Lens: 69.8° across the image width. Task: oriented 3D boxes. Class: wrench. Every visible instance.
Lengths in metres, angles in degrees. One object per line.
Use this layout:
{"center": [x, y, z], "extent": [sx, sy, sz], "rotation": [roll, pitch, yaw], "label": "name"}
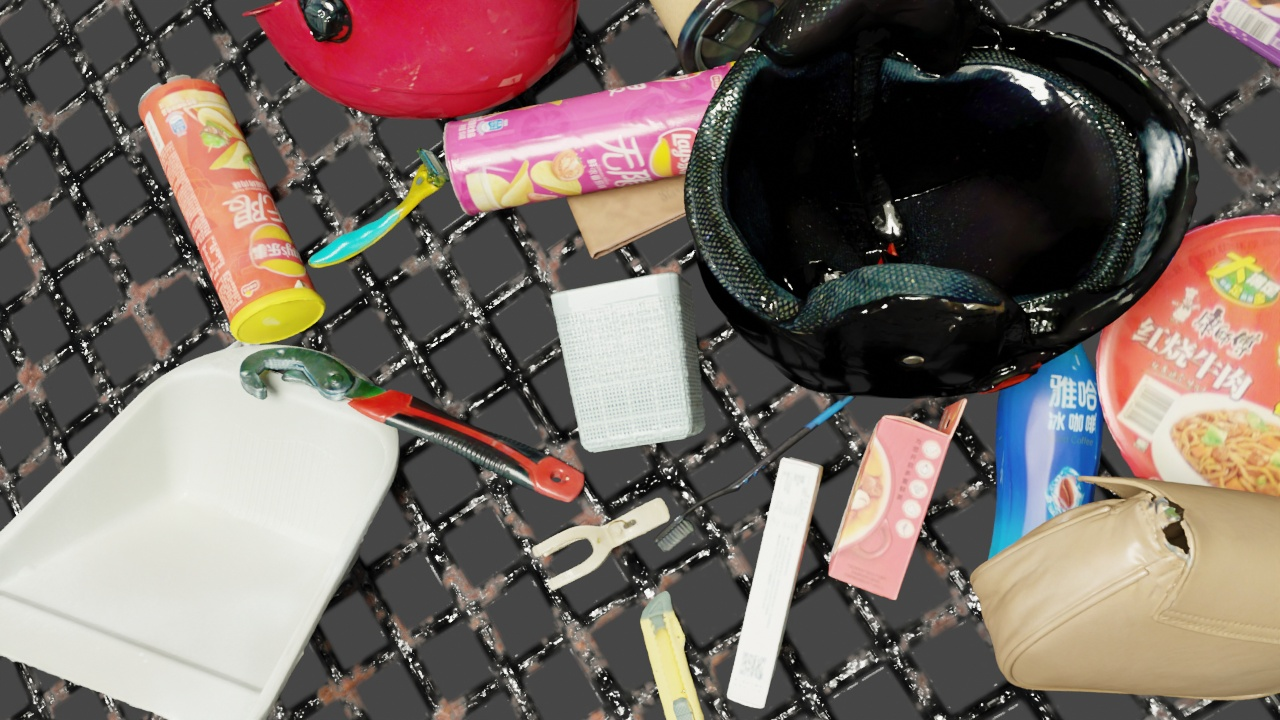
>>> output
{"center": [-0.171, 0.046, 0.692], "extent": [0.273, 0.056, 0.016], "rotation": [20, 133, 3], "label": "wrench"}

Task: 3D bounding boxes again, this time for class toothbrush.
{"center": [0.085, 0.079, 0.660], "extent": [0.189, 0.014, 0.016], "rotation": [-38, 80, 6], "label": "toothbrush"}

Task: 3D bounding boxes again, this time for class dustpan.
{"center": [-0.295, 0.093, 0.644], "extent": [0.223, 0.257, 0.143], "rotation": [18, 109, 5], "label": "dustpan"}

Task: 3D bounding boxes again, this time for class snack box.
{"center": [0.162, 0.080, 0.592], "extent": [0.044, 0.113, 0.127], "rotation": [19, 89, 14], "label": "snack box"}
{"center": [0.092, 0.144, 0.616], "extent": [0.027, 0.084, 0.156], "rotation": [14, 88, 14], "label": "snack box"}

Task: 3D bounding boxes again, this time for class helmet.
{"center": [-0.147, -0.244, 0.657], "extent": [0.240, 0.206, 0.144], "rotation": [-18, 113, 24], "label": "helmet"}
{"center": [0.163, -0.090, 0.550], "extent": [0.275, 0.230, 0.233], "rotation": [-1, 73, 2], "label": "helmet"}

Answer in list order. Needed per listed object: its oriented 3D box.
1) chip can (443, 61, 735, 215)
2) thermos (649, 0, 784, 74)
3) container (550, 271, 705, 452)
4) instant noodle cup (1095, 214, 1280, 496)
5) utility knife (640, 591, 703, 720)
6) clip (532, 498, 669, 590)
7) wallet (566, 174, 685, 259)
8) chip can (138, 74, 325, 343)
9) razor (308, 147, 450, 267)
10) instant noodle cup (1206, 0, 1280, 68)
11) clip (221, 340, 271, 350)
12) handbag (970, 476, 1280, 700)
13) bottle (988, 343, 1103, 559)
{"center": [-0.029, -0.156, 0.655], "extent": [0.211, 0.071, 0.071], "rotation": [-10, 83, 7], "label": "chip can"}
{"center": [0.042, -0.276, 0.666], "extent": [0.093, 0.093, 0.143], "rotation": [-35, 71, 7], "label": "thermos"}
{"center": [-0.004, 0.004, 0.648], "extent": [0.090, 0.090, 0.111], "rotation": [-9, 86, 11], "label": "container"}
{"center": [0.380, 0.010, 0.576], "extent": [0.194, 0.066, 0.193], "rotation": [-1, 85, 10], "label": "instant noodle cup"}
{"center": [0.037, 0.264, 0.657], "extent": [0.031, 0.020, 0.196], "rotation": [-20, 86, 16], "label": "utility knife"}
{"center": [-0.032, 0.134, 0.677], "extent": [0.103, 0.092, 0.035], "rotation": [-23, 77, -27], "label": "clip"}
{"center": [-0.005, -0.146, 0.697], "extent": [0.115, 0.020, 0.101], "rotation": [-25, 81, 6], "label": "wallet"}
{"center": [-0.328, -0.120, 0.731], "extent": [0.073, 0.073, 0.216], "rotation": [-31, 78, 8], "label": "chip can"}
{"center": [-0.209, -0.114, 0.731], "extent": [0.132, 0.028, 0.043], "rotation": [-38, 55, 3], "label": "razor"}
{"center": [0.426, -0.231, 0.571], "extent": [0.099, 0.111, 0.111], "rotation": [40, 94, 21], "label": "instant noodle cup"}
{"center": [-0.322, -0.012, 0.749], "extent": [0.058, 0.026, 0.038], "rotation": [-35, 88, 1], "label": "clip"}
{"center": [0.290, 0.121, 0.498], "extent": [0.204, 0.148, 0.099], "rotation": [10, 47, -19], "label": "handbag"}
{"center": [0.264, 0.057, 0.597], "extent": [0.065, 0.065, 0.218], "rotation": [4, 86, 12], "label": "bottle"}
